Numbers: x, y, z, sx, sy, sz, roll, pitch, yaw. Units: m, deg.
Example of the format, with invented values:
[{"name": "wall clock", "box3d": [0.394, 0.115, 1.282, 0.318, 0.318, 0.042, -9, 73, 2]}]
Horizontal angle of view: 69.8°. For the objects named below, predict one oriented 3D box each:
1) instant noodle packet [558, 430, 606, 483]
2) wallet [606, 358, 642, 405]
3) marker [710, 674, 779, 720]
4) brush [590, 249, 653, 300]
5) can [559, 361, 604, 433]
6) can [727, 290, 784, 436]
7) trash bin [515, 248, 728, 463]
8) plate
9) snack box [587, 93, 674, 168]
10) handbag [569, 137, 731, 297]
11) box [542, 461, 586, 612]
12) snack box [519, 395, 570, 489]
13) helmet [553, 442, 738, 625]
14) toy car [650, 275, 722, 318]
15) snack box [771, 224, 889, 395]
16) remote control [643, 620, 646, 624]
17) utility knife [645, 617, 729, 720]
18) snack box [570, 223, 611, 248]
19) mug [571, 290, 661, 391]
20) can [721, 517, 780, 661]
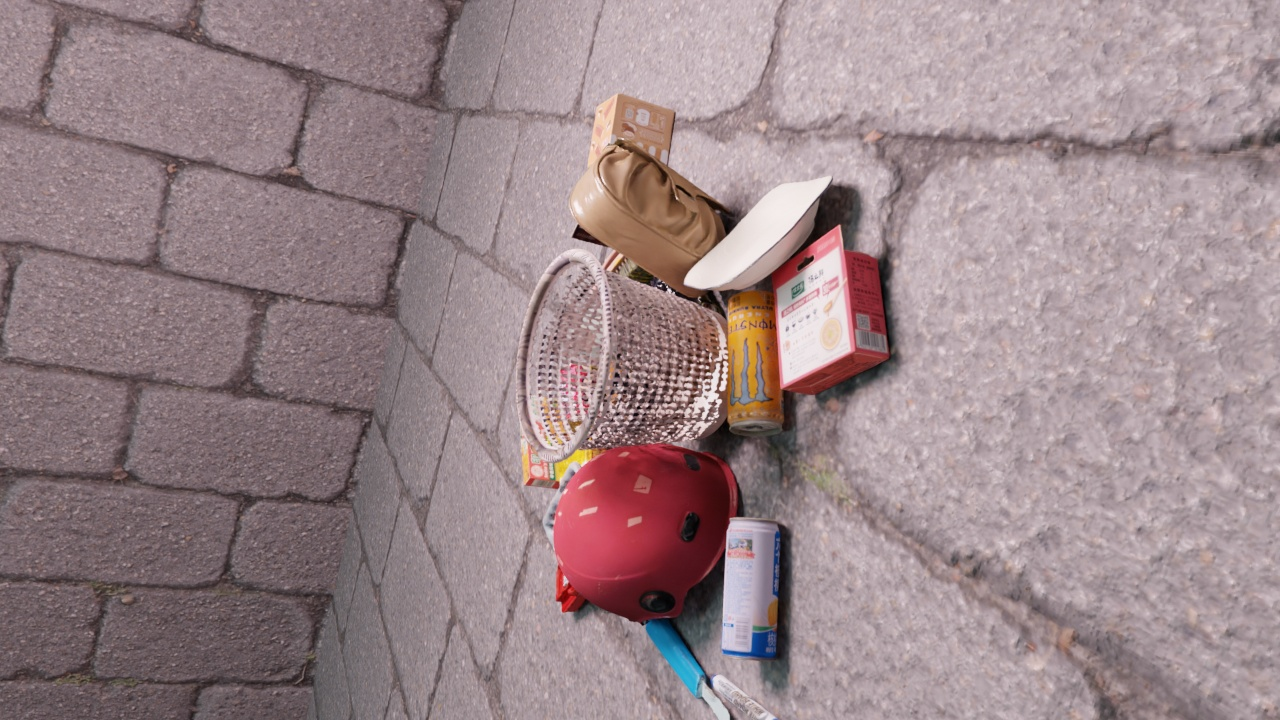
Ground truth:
[{"name": "instant noodle packet", "box3d": [-0.085, 0.164, 1.338, 0.129, 0.044, 0.110, 141, 132, -57]}, {"name": "wallet", "box3d": [-0.024, -0.009, 1.287, 0.119, 0.035, 0.130, -43, 44, 48]}, {"name": "marker", "box3d": [0.110, 0.341, 0.899, 0.146, 0.017, 0.017, 11, 90, 65]}, {"name": "brush", "box3d": [-0.014, -0.134, 1.282, 0.146, 0.063, 0.073, -49, 49, 46]}, {"name": "can", "box3d": [-0.088, 0.057, 1.357, 0.067, 0.066, 0.093, -48, 39, 48]}, {"name": "can", "box3d": [0.120, 0.003, 0.958, 0.058, 0.058, 0.145, -29, 55, 58]}, {"name": "trash bin", "box3d": [-0.007, 0.006, 1.008, 0.228, 0.192, 0.227, -23, 63, 57]}, {"name": "plate", "box3d": [0.128, -0.123, 0.954, 0.163, 0.034, 0.164, -45, 14, -6]}, {"name": "snack box", "box3d": [-0.014, -0.317, 1.318, 0.077, 0.092, 0.094, 0, 81, 64]}, {"name": "handbag", "box3d": [0.024, -0.172, 1.068, 0.100, 0.204, 0.147, -42, 30, 35]}, {"name": "box", "box3d": [-0.091, 0.250, 1.284, 0.202, 0.049, 0.160, 119, 142, -51]}, {"name": "snack box", "box3d": [-0.149, 0.128, 1.444, 0.027, 0.077, 0.155, -52, 37, 44]}, {"name": "helmet", "box3d": [-0.012, 0.183, 1.048, 0.241, 0.144, 0.206, -41, 36, 46]}, {"name": "toy car", "box3d": [0.057, -0.065, 1.129, 0.158, 0.042, 0.070, 60, 136, 35]}, {"name": "snack box", "box3d": [0.178, -0.045, 0.874, 0.113, 0.044, 0.127, -35, 51, 57]}, {"name": "remote control", "box3d": [-0.010, 0.276, 1.167, 0.150, 0.021, 0.058, 35, 112, 63]}, {"name": "utility knife", "box3d": [0.052, 0.341, 1.015, 0.208, 0.018, 0.034, 37, 112, 64]}, {"name": "snack box", "box3d": [-0.021, -0.210, 1.268, 0.126, 0.113, 0.053, -41, 44, 52]}, {"name": "mug", "box3d": [-0.027, -0.022, 1.210, 0.104, 0.083, 0.124, -20, 85, 51]}, {"name": "can", "box3d": [0.109, 0.224, 0.903, 0.053, 0.053, 0.134, -20, 63, 61]}]
